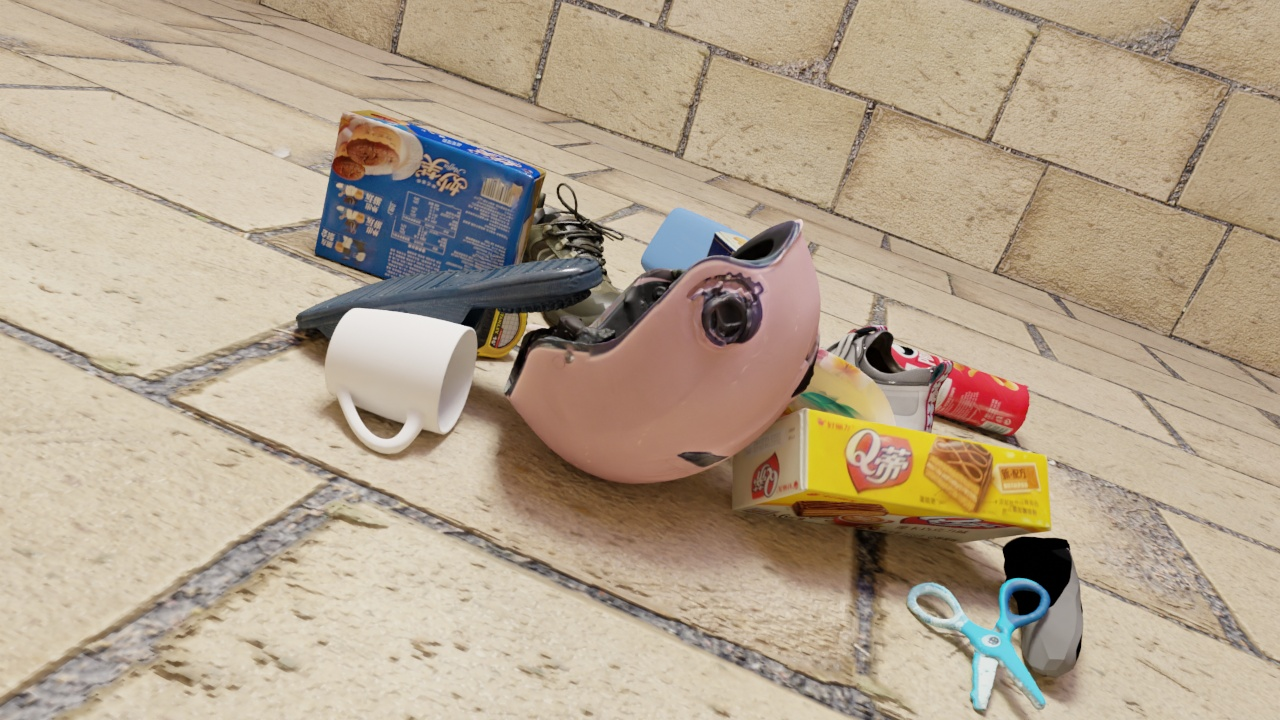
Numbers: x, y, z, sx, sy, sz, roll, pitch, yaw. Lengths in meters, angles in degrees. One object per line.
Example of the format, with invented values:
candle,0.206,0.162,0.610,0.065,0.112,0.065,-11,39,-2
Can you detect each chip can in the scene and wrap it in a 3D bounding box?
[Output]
chip can,0.360,0.029,1.130,0.233,0.073,0.073,17,19,-7

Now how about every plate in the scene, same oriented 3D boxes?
plate,0.146,0.037,0.823,0.187,0.016,0.187,29,-20,36

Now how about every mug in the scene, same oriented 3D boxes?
mug,-0.180,0.017,0.664,0.088,0.081,0.114,14,50,4

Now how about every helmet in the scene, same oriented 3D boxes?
helmet,0.032,-0.001,0.690,0.255,0.152,0.230,-32,5,-15

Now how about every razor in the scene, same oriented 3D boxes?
razor,0.301,0.183,0.682,0.060,0.057,0.155,46,26,-9

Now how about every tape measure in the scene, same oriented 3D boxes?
tape measure,-0.138,-0.037,0.848,0.064,0.066,0.037,-4,26,-39

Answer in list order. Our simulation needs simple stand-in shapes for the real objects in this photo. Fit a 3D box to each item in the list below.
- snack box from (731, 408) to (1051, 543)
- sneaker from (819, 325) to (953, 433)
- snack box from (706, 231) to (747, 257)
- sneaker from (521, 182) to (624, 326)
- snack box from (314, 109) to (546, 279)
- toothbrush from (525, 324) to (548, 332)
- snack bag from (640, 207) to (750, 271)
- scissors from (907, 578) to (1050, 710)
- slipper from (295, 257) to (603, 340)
snack box,0.197,0.096,0.721,0.230,0.061,0.110,12,-21,-21
sneaker,0.196,0.011,0.940,0.096,0.129,0.263,3,22,-44
snack box,0.093,-0.046,0.969,0.042,0.145,0.144,13,20,-19
sneaker,-0.064,-0.119,1.025,0.100,0.143,0.238,2,25,-41
snack box,-0.219,-0.155,0.959,0.203,0.155,0.069,19,20,1
toothbrush,-0.031,-0.006,0.941,0.181,0.016,0.018,18,12,-4
snack bag,0.115,-0.097,1.213,0.159,0.102,0.205,31,-3,32
scissors,0.248,0.187,0.621,0.114,0.013,0.140,-12,21,-6
slipper,-0.156,-0.029,0.751,0.264,0.082,0.101,-7,13,12
